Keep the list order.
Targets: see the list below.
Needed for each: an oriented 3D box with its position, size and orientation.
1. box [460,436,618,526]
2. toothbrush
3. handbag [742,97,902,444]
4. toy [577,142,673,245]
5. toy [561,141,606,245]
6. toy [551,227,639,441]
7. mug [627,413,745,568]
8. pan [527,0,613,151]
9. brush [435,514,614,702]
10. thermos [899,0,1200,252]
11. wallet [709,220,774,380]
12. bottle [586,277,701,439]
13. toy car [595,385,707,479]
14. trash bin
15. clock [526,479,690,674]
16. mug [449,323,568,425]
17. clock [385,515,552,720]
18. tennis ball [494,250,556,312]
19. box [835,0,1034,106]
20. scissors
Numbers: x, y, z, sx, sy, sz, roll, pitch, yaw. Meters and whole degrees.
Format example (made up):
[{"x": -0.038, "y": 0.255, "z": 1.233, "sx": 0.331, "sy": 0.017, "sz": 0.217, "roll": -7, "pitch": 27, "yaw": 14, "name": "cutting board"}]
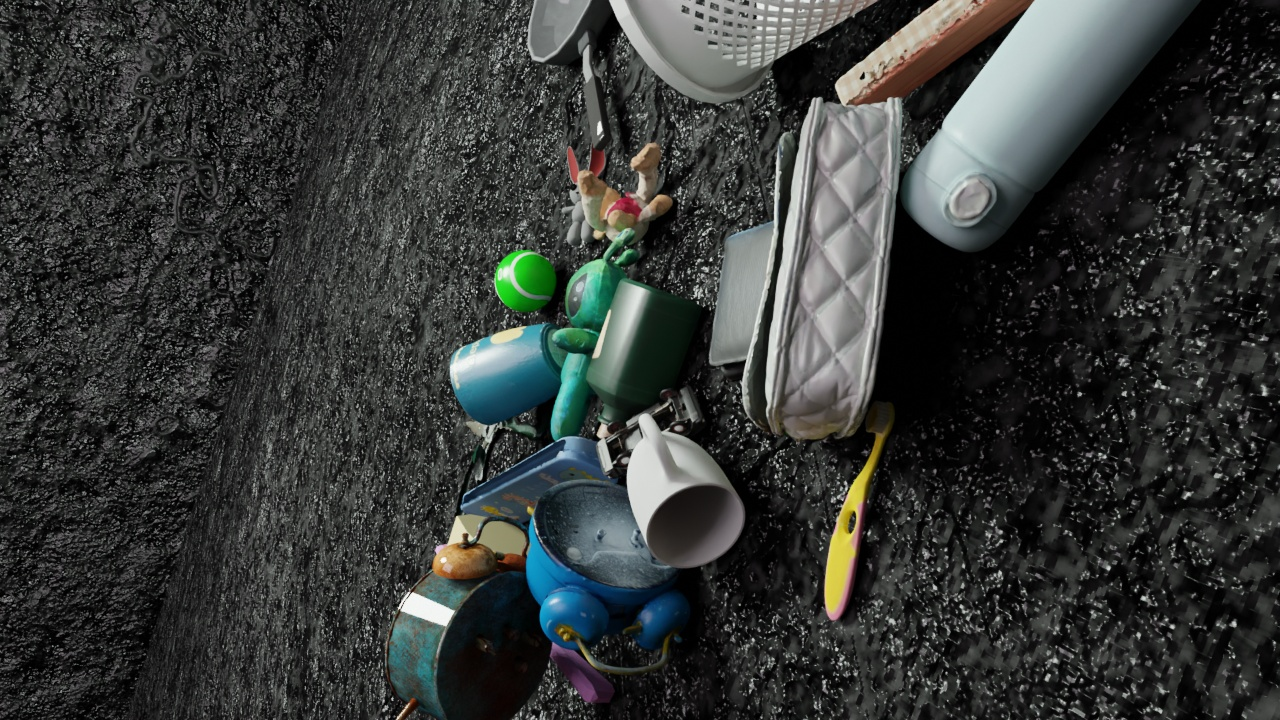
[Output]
[{"x": -0.096, "y": 0.119, "z": 0.840, "sx": 0.210, "sy": 0.065, "sz": 0.037, "roll": -32, "pitch": 46, "yaw": 46, "name": "box"}, {"x": 0.130, "y": 0.089, "z": 0.550, "sx": 0.021, "sy": 0.016, "sz": 0.135, "roll": 10, "pitch": 84, "yaw": 56, "name": "toothbrush"}, {"x": 0.109, "y": -0.053, "z": 0.557, "sx": 0.139, "sy": 0.072, "sz": 0.194, "roll": 64, "pitch": -145, "yaw": -74, "name": "handbag"}, {"x": -0.016, "y": -0.146, "z": 0.849, "sx": 0.085, "sy": 0.074, "sz": 0.106, "roll": -38, "pitch": 0, "yaw": -18, "name": "toy"}, {"x": -0.059, "y": -0.172, "z": 0.951, "sx": 0.049, "sy": 0.030, "sz": 0.111, "roll": -7, "pitch": 70, "yaw": 25, "name": "toy"}, {"x": -0.039, "y": -0.020, "z": 0.816, "sx": 0.130, "sy": 0.072, "sz": 0.193, "roll": 63, "pitch": -140, "yaw": -84, "name": "toy"}, {"x": 0.020, "y": 0.078, "z": 0.650, "sx": 0.071, "sy": 0.107, "sz": 0.089, "roll": -25, "pitch": 32, "yaw": -4, "name": "mug"}, {"x": -0.059, "y": -0.358, "z": 1.027, "sx": 0.179, "sy": 0.041, "sz": 0.356, "roll": -44, "pitch": 42, "yaw": 38, "name": "pan"}, {"x": -0.091, "y": 0.205, "z": 0.784, "sx": 0.229, "sy": 0.089, "sz": 0.043, "roll": 31, "pitch": 97, "yaw": 45, "name": "brush"}, {"x": 0.219, "y": -0.152, "z": 0.478, "sx": 0.207, "sy": 0.065, "sz": 0.077, "roll": -56, "pitch": 1, "yaw": 25, "name": "thermos"}, {"x": 0.087, "y": -0.047, "z": 0.671, "sx": 0.089, "sy": 0.026, "sz": 0.114, "roll": -14, "pitch": 64, "yaw": 56, "name": "wallet"}, {"x": -0.004, "y": 0.004, "z": 0.754, "sx": 0.061, "sy": 0.061, "sz": 0.131, "roll": 27, "pitch": 98, "yaw": 56, "name": "bottle"}, {"x": 0.009, "y": 0.059, "z": 0.721, "sx": 0.092, "sy": 0.037, "sz": 0.040, "roll": -32, "pitch": 43, "yaw": 13, "name": "toy car"}, {"x": 0.107, "y": -0.304, "z": 0.631, "sx": 0.200, "sy": 0.195, "sz": 0.195, "roll": -9, "pitch": 68, "yaw": 45, "name": "trash bin"}, {"x": -0.026, "y": 0.156, "z": 0.668, "sx": 0.161, "sy": 0.116, "sz": 0.060, "roll": -113, "pitch": 38, "yaw": -52, "name": "clock"}, {"x": -0.115, "y": 0.002, "z": 0.908, "sx": 0.104, "sy": 0.084, "sz": 0.112, "roll": -21, "pitch": 21, "yaw": 26, "name": "mug"}, {"x": -0.116, "y": 0.196, "z": 0.688, "sx": 0.073, "sy": 0.121, "sz": 0.157, "roll": 6, "pitch": 74, "yaw": 36, "name": "clock"}, {"x": -0.122, "y": -0.084, "z": 0.973, "sx": 0.066, "sy": 0.065, "sz": 0.065, "roll": -31, "pitch": 51, "yaw": 47, "name": "tennis ball"}, {"x": 0.203, "y": -0.212, "z": 0.553, "sx": 0.188, "sy": 0.085, "sz": 0.048, "roll": -31, "pitch": 84, "yaw": 45, "name": "box"}, {"x": -0.152, "y": 0.101, "z": 0.984, "sx": 0.202, "sy": 0.015, "sz": 0.201, "roll": -9, "pitch": 71, "yaw": 56, "name": "scissors"}]
